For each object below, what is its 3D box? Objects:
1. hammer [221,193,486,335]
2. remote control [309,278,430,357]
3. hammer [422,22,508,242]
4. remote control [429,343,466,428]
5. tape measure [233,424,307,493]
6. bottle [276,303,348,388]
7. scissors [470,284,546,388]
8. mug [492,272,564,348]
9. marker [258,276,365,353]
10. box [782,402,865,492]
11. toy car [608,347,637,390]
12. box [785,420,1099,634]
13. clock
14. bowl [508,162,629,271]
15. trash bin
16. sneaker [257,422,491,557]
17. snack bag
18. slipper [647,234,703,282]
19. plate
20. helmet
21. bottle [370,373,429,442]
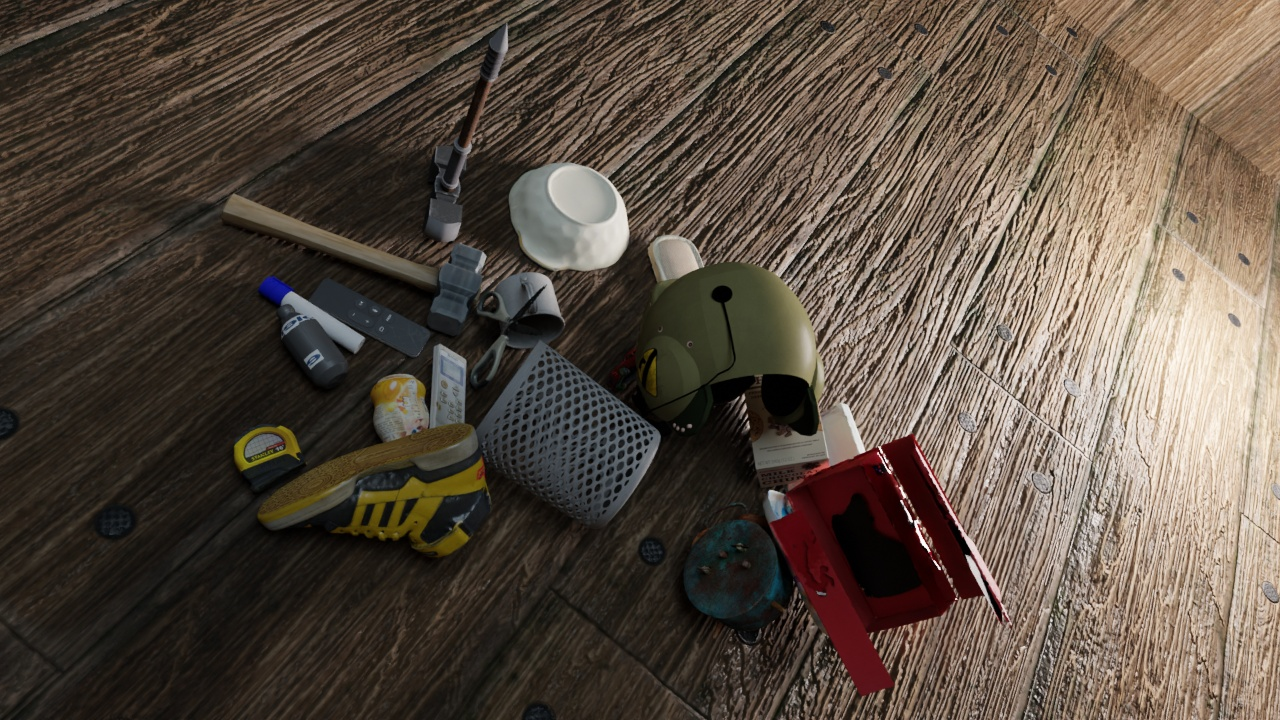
[{"bbox_3d":[-0.358,-0.135,1.157,0.322,0.051,0.117,19,53,-12],"label":"hammer"},{"bbox_3d":[-0.334,-0.053,1.138,0.146,0.008,0.045,28,52,-8],"label":"remote control"},{"bbox_3d":[-0.214,-0.295,1.150,0.043,0.323,0.155,11,56,-21],"label":"hammer"},{"bbox_3d":[-0.232,0.048,1.108,0.050,0.011,0.135,38,40,-49],"label":"remote control"},{"bbox_3d":[-0.401,0.101,0.987,0.065,0.037,0.064,-32,83,-23],"label":"tape measure"},{"bbox_3d":[-0.384,-0.019,1.067,0.046,0.047,0.112,-31,77,-37],"label":"bottle"},{"bbox_3d":[-0.169,-0.041,1.134,0.012,0.171,0.157,21,23,-41],"label":"scissors"},{"bbox_3d":[-0.145,-0.072,1.180,0.084,0.113,0.070,-10,62,-14],"label":"mug"},{"bbox_3d":[-0.393,-0.055,1.101,0.133,0.023,0.027,33,30,-4],"label":"marker"},{"bbox_3d":[0.258,0.163,1.262,0.122,0.078,0.197,-10,62,-10],"label":"box"},{"bbox_3d":[-0.007,0.007,1.244,0.036,0.042,0.091,43,50,13],"label":"toy car"},{"bbox_3d":[0.338,0.192,1.048,0.123,0.379,0.211,-24,85,-26],"label":"box"},{"bbox_3d":[0.112,0.241,1.102,0.073,0.121,0.157,43,27,-45],"label":"clock"},{"bbox_3d":[-0.094,-0.224,1.336,0.188,0.060,0.218,34,52,-3],"label":"bowl"},{"bbox_3d":[-0.088,0.092,1.080,0.183,0.157,0.156,35,51,-6],"label":"trash bin"},{"bbox_3d":[-0.275,0.161,0.988,0.238,0.086,0.122,-19,110,-5],"label":"sneaker"},{"bbox_3d":[0.195,0.061,1.266,0.094,0.070,0.206,-10,60,8],"label":"snack bag"},{"bbox_3d":[0.078,-0.079,1.336,0.115,0.052,0.262,-1,61,-29],"label":"slipper"},{"bbox_3d":[0.202,0.250,1.125,0.186,0.016,0.187,66,14,19],"label":"plate"},{"bbox_3d":[0.100,-0.003,1.152,0.249,0.256,0.232,2,66,-28],"label":"helmet"},{"bbox_3d":[-0.274,0.073,1.054,0.063,0.063,0.109,-1,69,-28],"label":"bottle"}]
